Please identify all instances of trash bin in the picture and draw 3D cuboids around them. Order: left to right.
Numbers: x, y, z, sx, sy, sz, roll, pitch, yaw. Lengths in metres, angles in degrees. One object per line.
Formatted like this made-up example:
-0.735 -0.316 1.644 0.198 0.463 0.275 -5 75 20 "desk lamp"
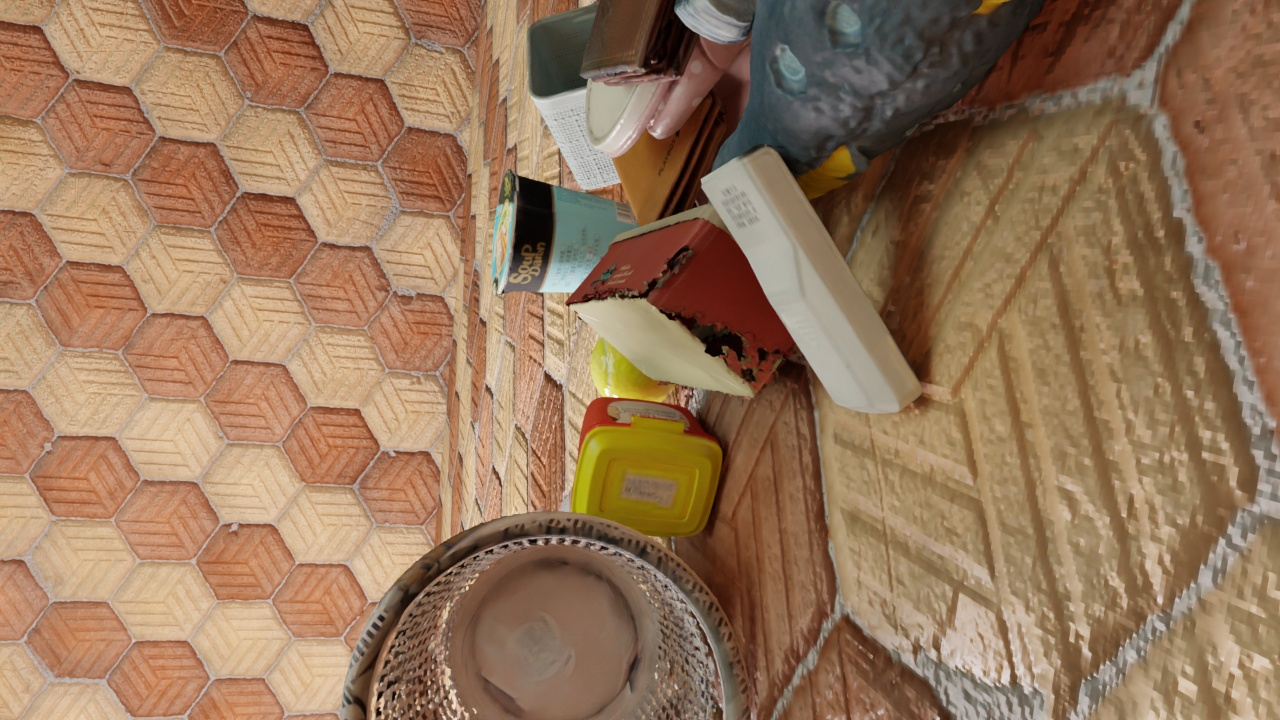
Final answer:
-0.058 0.205 0.594 0.192 0.227 0.227 134 139 -84 "trash bin"

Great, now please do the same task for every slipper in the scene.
0.044 -0.219 0.488 0.275 0.054 0.114 -54 37 41 "slipper"

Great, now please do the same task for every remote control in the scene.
0.070 -0.031 0.386 0.125 0.024 0.049 57 165 -7 "remote control"

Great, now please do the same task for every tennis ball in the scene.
-0.004 0.004 0.674 0.065 0.065 0.065 -176 91 -74 "tennis ball"

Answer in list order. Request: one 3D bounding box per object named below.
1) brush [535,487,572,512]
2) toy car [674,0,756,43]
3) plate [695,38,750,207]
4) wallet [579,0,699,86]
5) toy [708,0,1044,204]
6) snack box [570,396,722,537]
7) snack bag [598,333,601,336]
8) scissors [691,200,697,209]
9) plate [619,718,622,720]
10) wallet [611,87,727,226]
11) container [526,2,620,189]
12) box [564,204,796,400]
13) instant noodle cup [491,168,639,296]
-0.072 0.165 0.852 0.146 0.073 0.063 121 148 -60 "brush"
0.046 -0.186 0.401 0.090 0.043 0.034 -68 19 4 "toy car"
0.074 -0.186 0.527 0.230 0.028 0.229 -177 91 -75 "plate"
0.007 -0.199 0.458 0.101 0.032 0.124 32 108 63 "wallet"
0.101 -0.165 0.324 0.137 0.091 0.357 -88 18 -49 "toy"
0.001 0.065 0.607 0.080 0.091 0.082 -105 25 -66 "snack box"
-0.030 -0.038 0.837 0.104 0.026 0.048 -117 41 -61 "snack bag"
0.036 -0.071 0.656 0.176 0.012 0.162 -176 90 -71 "scissors"
-0.057 0.319 0.842 0.230 0.027 0.230 -177 91 -73 "plate"
0.015 -0.149 0.595 0.131 0.031 0.108 -108 35 -46 "wallet"
-0.027 -0.202 0.711 0.111 0.090 0.089 64 -163 -57 "container"
0.019 -0.023 0.519 0.076 0.091 0.168 -52 16 -10 "box"
-0.064 -0.104 0.808 0.111 0.120 0.111 -175 91 -73 "instant noodle cup"
